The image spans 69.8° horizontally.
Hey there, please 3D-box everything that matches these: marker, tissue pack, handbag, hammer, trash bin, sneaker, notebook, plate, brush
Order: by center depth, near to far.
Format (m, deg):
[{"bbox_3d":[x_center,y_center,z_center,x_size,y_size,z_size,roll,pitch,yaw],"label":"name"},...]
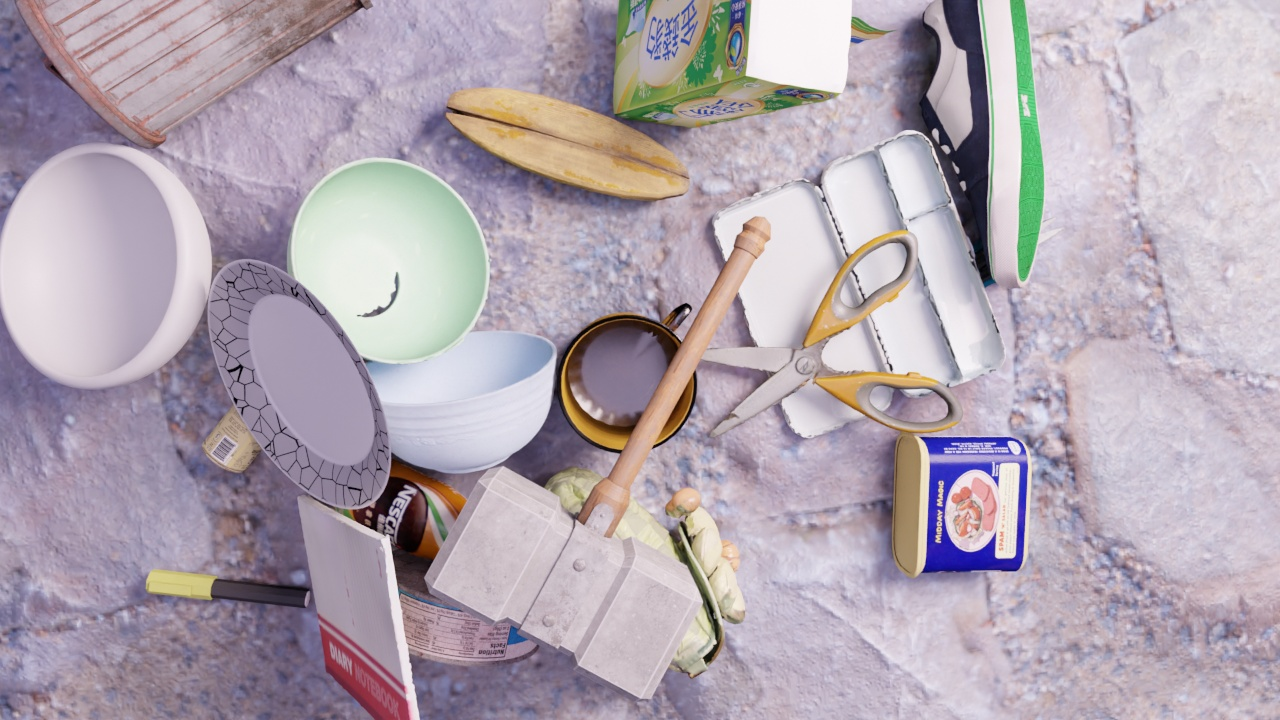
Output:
[{"bbox_3d":[0.007,0.043,0.615,0.162,0.083,0.317,29,89,-3],"label":"hammer"},{"bbox_3d":[-0.234,0.017,0.638,0.189,0.016,0.189,19,125,30],"label":"plate"},{"bbox_3d":[-0.314,-0.252,0.647,0.211,0.131,0.131,-32,96,-2],"label":"trash bin"},{"bbox_3d":[0.085,-0.226,0.650,0.141,0.198,0.120,0,102,-28],"label":"tissue pack"},{"bbox_3d":[-0.207,0.184,0.664,0.012,0.209,0.153,-11,96,-33],"label":"notebook"},{"bbox_3d":[0.008,0.147,0.710,0.117,0.113,0.186,-42,95,0],"label":"handbag"},{"bbox_3d":[-0.055,-0.166,0.713,0.195,0.043,0.059,17,92,-4],"label":"brush"},{"bbox_3d":[0.263,-0.171,0.718,0.079,0.084,0.235,-4,94,36],"label":"sneaker"},{"bbox_3d":[-0.331,0.185,0.738,0.124,0.021,0.017,8,95,-6],"label":"marker"}]

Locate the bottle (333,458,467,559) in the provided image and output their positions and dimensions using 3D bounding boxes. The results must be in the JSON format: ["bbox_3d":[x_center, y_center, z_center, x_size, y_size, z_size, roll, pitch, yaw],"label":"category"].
[{"bbox_3d":[-0.152,0.126,0.701,0.167,0.059,0.059,22,93,14],"label":"bottle"}]

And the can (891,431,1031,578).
[{"bbox_3d":[0.262,0.117,0.752,0.092,0.056,0.116,0,95,-5],"label":"can"}]

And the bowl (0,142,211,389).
[{"bbox_3d":[-0.382,-0.067,0.678,0.177,0.066,0.176,-1,88,17],"label":"bowl"}]

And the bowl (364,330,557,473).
[{"bbox_3d":[-0.132,0.036,0.682,0.150,0.150,0.075,-7,111,-3],"label":"bowl"}]

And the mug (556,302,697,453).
[{"bbox_3d":[-0.004,0.004,0.705,0.100,0.094,0.124,40,93,-6],"label":"mug"}]

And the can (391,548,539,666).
[{"bbox_3d":[-0.135,0.182,0.695,0.130,0.130,0.044,12,94,-5],"label":"can"}]

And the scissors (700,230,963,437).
[{"bbox_3d":[0.156,0.006,0.728,0.225,0.016,0.216,-43,94,12],"label":"scissors"}]

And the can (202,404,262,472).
[{"bbox_3d":[-0.303,0.046,0.718,0.038,0.038,0.079,39,92,-6],"label":"can"}]

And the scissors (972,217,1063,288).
[{"bbox_3d":[0.273,-0.071,0.753,0.126,0.019,0.144,20,96,-2],"label":"scissors"}]

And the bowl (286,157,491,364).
[{"bbox_3d":[-0.195,-0.068,0.684,0.150,0.077,0.150,6,79,-36],"label":"bowl"}]

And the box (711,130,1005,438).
[{"bbox_3d":[0.175,-0.057,0.738,0.189,0.037,0.209,-23,96,13],"label":"box"}]
